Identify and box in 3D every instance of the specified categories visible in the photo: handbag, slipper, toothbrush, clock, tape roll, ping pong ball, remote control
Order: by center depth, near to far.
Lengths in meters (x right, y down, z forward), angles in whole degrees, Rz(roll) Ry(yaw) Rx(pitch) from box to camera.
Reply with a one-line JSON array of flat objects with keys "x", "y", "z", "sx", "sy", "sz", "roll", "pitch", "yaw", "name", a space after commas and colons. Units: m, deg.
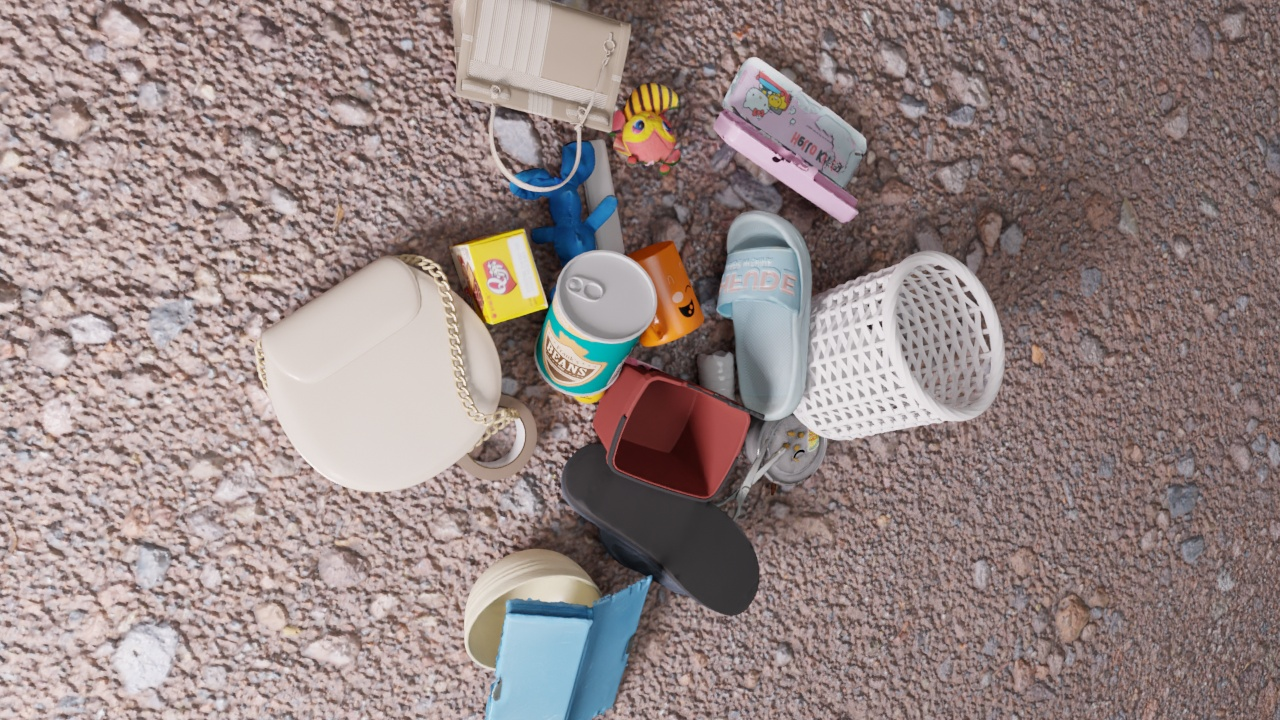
[{"x": -0.246, "y": 0.019, "z": 0.893, "sx": 0.210, "sy": 0.103, "sz": 0.208, "roll": -37, "pitch": 94, "yaw": -17, "name": "handbag"}, {"x": -0.106, "y": -0.268, "z": 0.940, "sx": 0.175, "sy": 0.062, "sz": 0.197, "roll": 7, "pitch": 79, "yaw": -24, "name": "handbag"}, {"x": -0.161, "y": 0.081, "z": 0.989, "sx": 0.093, "sy": 0.030, "sz": 0.094, "roll": -2, "pitch": 96, "yaw": -24, "name": "tape roll"}, {"x": -0.058, "y": 0.028, "z": 1.025, "sx": 0.040, "sy": 0.040, "sz": 0.040, "roll": -2, "pitch": 96, "yaw": -24, "name": "ping pong ball"}, {"x": -0.043, "y": -0.180, "z": 1.026, "sx": 0.033, "sy": 0.012, "sz": 0.131, "roll": -14, "pitch": 100, "yaw": -22, "name": "remote control"}, {"x": 0.138, "y": -0.054, "z": 1.047, "sx": 0.074, "sy": 0.104, "sz": 0.245, "roll": 4, "pitch": 82, "yaw": -49, "name": "slipper"}, {"x": 0.016, "y": 0.198, "z": 1.057, "sx": 0.265, "sy": 0.084, "sz": 0.108, "roll": 35, "pitch": 58, "yaw": -7, "name": "slipper"}, {"x": -0.006, "y": 0.006, "z": 1.059, "sx": 0.135, "sy": 0.016, "sz": 0.021, "roll": 30, "pitch": 92, "yaw": -23, "name": "toothbrush"}, {"x": 0.173, "y": 0.088, "z": 1.126, "sx": 0.103, "sy": 0.056, "sz": 0.148, "roll": -33, "pitch": 110, "yaw": -18, "name": "clock"}]

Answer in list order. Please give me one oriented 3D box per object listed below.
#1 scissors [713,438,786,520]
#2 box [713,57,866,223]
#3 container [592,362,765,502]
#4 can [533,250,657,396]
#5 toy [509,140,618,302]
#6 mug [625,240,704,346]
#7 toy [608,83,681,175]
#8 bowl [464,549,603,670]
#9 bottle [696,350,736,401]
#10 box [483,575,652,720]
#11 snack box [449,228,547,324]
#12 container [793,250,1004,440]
[{"x": 0.128, "y": 0.169, "z": 1.108, "sx": 0.153, "sy": 0.014, "sz": 0.131, "roll": -28, "pitch": 111, "yaw": 11, "name": "scissors"}, {"x": 0.190, "y": -0.263, "z": 1.089, "sx": 0.201, "sy": 0.111, "sz": 0.101, "roll": 28, "pitch": 108, "yaw": -23, "name": "box"}, {"x": 0.043, "y": 0.079, "z": 0.979, "sx": 0.148, "sy": 0.201, "sz": 0.127, "roll": 22, "pitch": 96, "yaw": -25, "name": "container"}, {"x": -0.050, "y": -0.035, "z": 0.948, "sx": 0.099, "sy": 0.144, "sz": 0.099, "roll": 6, "pitch": 65, "yaw": -13, "name": "can"}, {"x": -0.084, "y": -0.144, "z": 0.980, "sx": 0.112, "sy": 0.071, "sz": 0.176, "roll": -11, "pitch": 103, "yaw": -27, "name": "toy"}, {"x": 0.014, "y": -0.069, "z": 1.013, "sx": 0.078, "sy": 0.112, "sz": 0.096, "roll": -17, "pitch": 106, "yaw": 23, "name": "mug"}, {"x": 0.008, "y": -0.258, "z": 1.024, "sx": 0.084, "sy": 0.046, "sz": 0.103, "roll": 9, "pitch": 81, "yaw": -3, "name": "toy"}, {"x": -0.122, "y": 0.256, "z": 0.988, "sx": 0.150, "sy": 0.075, "sz": 0.151, "roll": -13, "pitch": 131, "yaw": -16, "name": "bowl"}, {"x": 0.095, "y": 0.058, "z": 1.094, "sx": 0.044, "sy": 0.044, "sz": 0.136, "roll": -9, "pitch": 99, "yaw": -23, "name": "bottle"}, {"x": -0.077, "y": 0.336, "z": 0.985, "sx": 0.175, "sy": 0.060, "sz": 0.232, "roll": -4, "pitch": 127, "yaw": -25, "name": "box"}, {"x": -0.147, "y": -0.086, "z": 0.938, "sx": 0.061, "sy": 0.106, "sz": 0.083, "roll": -20, "pitch": 102, "yaw": -18, "name": "snack box"}, {"x": 0.286, "y": -0.010, "z": 1.069, "sx": 0.189, "sy": 0.187, "sz": 0.189, "roll": 9, "pitch": 74, "yaw": -31, "name": "container"}]
